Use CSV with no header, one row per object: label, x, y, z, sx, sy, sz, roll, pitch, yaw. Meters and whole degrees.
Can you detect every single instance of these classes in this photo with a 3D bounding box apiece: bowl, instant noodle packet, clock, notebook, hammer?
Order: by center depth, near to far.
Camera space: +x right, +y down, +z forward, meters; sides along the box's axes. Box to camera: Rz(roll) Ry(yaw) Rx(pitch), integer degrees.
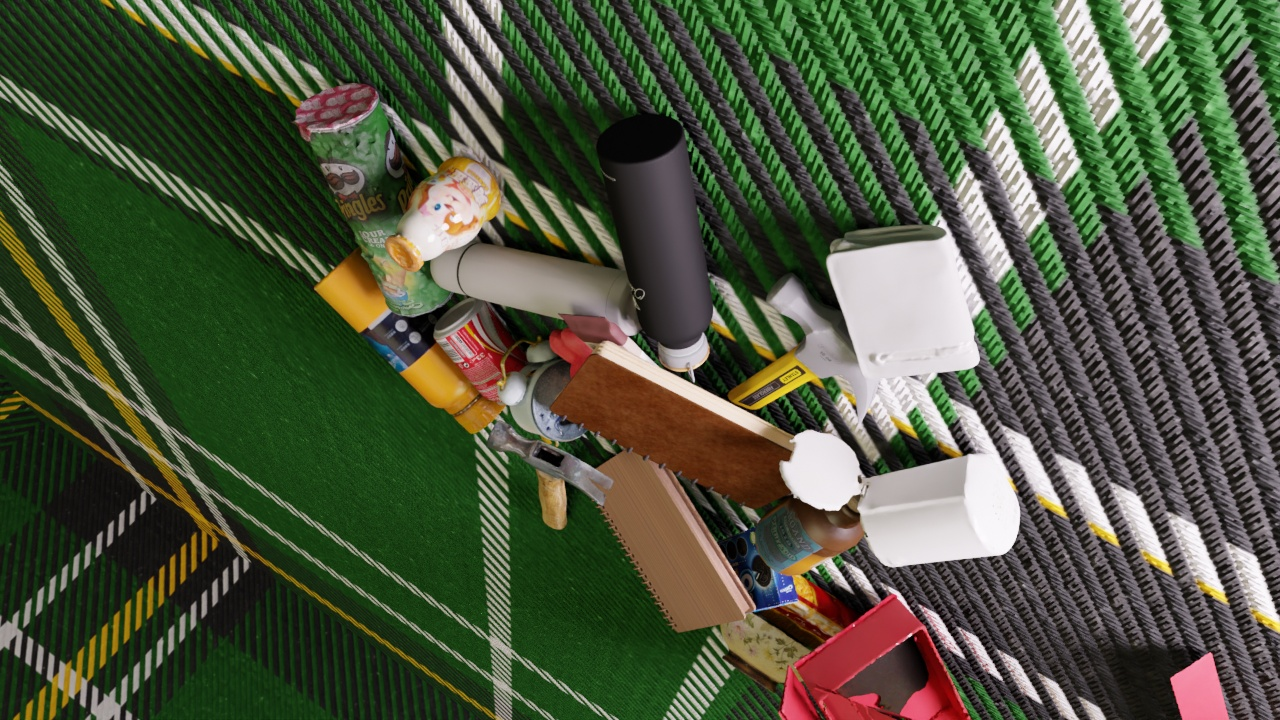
hammer,0.089,0.036,0.804,0.127,0.029,0.325,40,149,-6
notebook,0.038,0.065,0.824,0.225,0.024,0.168,27,154,-8
clock,-0.095,0.029,0.918,0.057,0.083,0.117,4,137,50
instant noodle packet,0.178,0.275,1.012,0.135,0.039,0.099,31,146,6
notebook,0.022,0.198,1.012,0.210,0.022,0.170,58,148,5
bowl,0.141,0.339,1.064,0.145,0.063,0.145,31,168,7
hammer,-0.101,0.154,1.068,0.132,0.033,0.331,23,159,5

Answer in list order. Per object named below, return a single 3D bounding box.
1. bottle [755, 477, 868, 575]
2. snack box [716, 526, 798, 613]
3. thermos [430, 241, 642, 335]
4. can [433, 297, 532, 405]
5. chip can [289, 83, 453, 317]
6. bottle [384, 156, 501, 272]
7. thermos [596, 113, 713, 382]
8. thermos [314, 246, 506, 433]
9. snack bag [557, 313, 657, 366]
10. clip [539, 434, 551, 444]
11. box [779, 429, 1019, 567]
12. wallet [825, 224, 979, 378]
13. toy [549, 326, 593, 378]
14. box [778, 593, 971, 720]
bottle,0.165,0.144,0.830,0.068,0.067,0.157,36,148,1
snack box,0.109,0.230,0.985,0.151,0.027,0.082,-42,56,57
thermos,-0.095,-0.070,0.819,0.224,0.052,0.052,14,142,31
can,-0.159,-0.009,0.946,0.064,0.064,0.105,-6,129,47
chip can,-0.239,-0.139,0.849,0.075,0.075,0.223,18,143,27
bottle,-0.166,-0.121,0.769,0.063,0.108,0.063,25,147,17
thermos,0.020,-0.071,0.700,0.061,0.061,0.232,17,143,28
thermos,-0.242,-0.024,1.008,0.076,0.091,0.232,-35,109,24
snack bag,-0.005,0.005,0.792,0.057,0.013,0.158,8,153,44
clip,-0.098,0.074,1.028,0.049,0.044,0.054,42,157,43
box,0.199,0.099,0.708,0.138,0.083,0.143,-22,126,40
wallet,0.179,-0.040,0.622,0.086,0.032,0.116,0,131,29
toy,-0.033,0.015,0.873,0.092,0.045,0.135,-9,132,46
box,0.141,0.474,0.867,0.141,0.509,0.215,20,147,53
